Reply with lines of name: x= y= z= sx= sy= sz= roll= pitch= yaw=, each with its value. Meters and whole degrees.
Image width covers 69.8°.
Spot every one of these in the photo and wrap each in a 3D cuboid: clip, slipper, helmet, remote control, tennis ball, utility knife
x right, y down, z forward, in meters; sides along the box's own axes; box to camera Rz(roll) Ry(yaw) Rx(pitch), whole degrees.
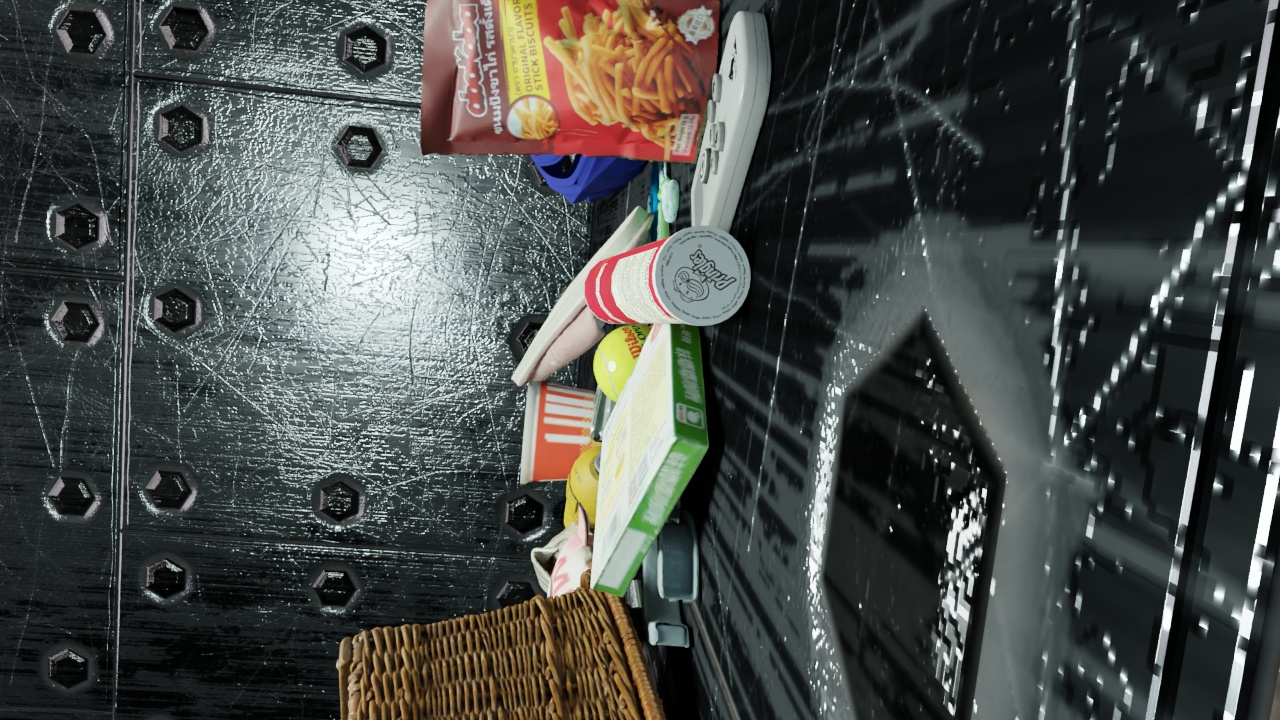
clip: x=0.019 y=0.108 z=0.611 sx=0.163 sy=0.028 sz=0.115 roll=-103 pitch=20 yaw=-69
slipper: x=-0.072 y=0.246 z=1.035 sx=0.053 sy=0.114 sz=0.273 roll=-41 pitch=-12 yaw=-25
helmet: x=-0.076 y=-0.276 z=0.930 sx=0.148 sy=0.227 sz=0.240 roll=-38 pitch=19 yaw=38
remote control: x=-0.007 y=0.159 z=0.752 sx=0.033 sy=0.013 sz=0.136 roll=102 pitch=161 yaw=-75
slipper: x=-0.057 y=-0.053 z=0.956 sx=0.275 sy=0.054 sz=0.113 roll=-47 pitch=12 yaw=43
remote control: x=0.048 y=-0.126 z=0.538 sx=0.151 sy=0.019 sz=0.074 roll=103 pitch=170 yaw=-54
tennis ball: x=-0.004 y=0.004 z=0.725 sx=0.065 sy=0.065 sz=0.065 roll=-177 pitch=92 yaw=-84
utility knife: x=0.015 y=-0.146 z=0.926 sx=0.031 sy=0.015 sz=0.185 roll=97 pitch=174 yaw=-48

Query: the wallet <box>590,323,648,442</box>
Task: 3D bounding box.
wallet: x=-0.019 y=0.025 z=0.964 sx=0.100 sy=0.054 sz=0.131 roll=131 pitch=148 yaw=-79

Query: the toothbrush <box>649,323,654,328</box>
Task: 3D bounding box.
toothbrush: x=0.021 y=-0.035 z=0.753 sx=0.190 sy=0.016 sz=0.016 roll=144 pitch=127 yaw=-82

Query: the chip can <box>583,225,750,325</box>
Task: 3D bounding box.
chip can: x=0.007 y=-0.048 z=0.575 sx=0.215 sy=0.051 sz=0.052 roll=-170 pitch=85 yaw=-76

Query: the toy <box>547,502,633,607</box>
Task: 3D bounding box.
toy: x=-0.046 y=0.239 z=0.859 sx=0.214 sy=0.084 sz=0.141 roll=98 pitch=170 yaw=-47

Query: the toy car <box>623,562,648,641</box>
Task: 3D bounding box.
toy car: x=-0.001 y=0.169 z=0.667 sx=0.092 sy=0.040 sz=0.037 roll=-101 pitch=16 yaw=-62

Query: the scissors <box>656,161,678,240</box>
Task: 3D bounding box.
scissors: x=0.021 y=-0.156 z=0.877 sx=0.174 sy=0.032 sz=0.093 roll=-86 pitch=2 yaw=-58

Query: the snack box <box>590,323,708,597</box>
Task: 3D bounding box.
snack box: x=0.005 y=0.051 z=0.608 sx=0.167 sy=0.027 sz=0.132 roll=-89 pitch=21 yaw=-57

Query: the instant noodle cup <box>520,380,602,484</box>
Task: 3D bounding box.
instant noodle cup: x=-0.074 y=0.086 z=1.070 sx=0.123 sy=0.121 sz=0.123 roll=-177 pitch=92 yaw=-84

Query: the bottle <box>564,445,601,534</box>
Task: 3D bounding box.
bottle: x=-0.043 y=0.140 z=0.972 sx=0.164 sy=0.071 sz=0.071 roll=104 pitch=169 yaw=-59

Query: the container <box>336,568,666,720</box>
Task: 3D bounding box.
container: x=-0.084 y=0.261 z=0.534 sx=0.249 sy=0.183 sz=0.162 roll=-119 pitch=30 yaw=-60

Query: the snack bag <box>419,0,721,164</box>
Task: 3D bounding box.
snack bag: x=-0.052 y=-0.210 z=0.666 sx=0.066 sy=0.208 sz=0.139 roll=-97 pitch=13 yaw=-65
